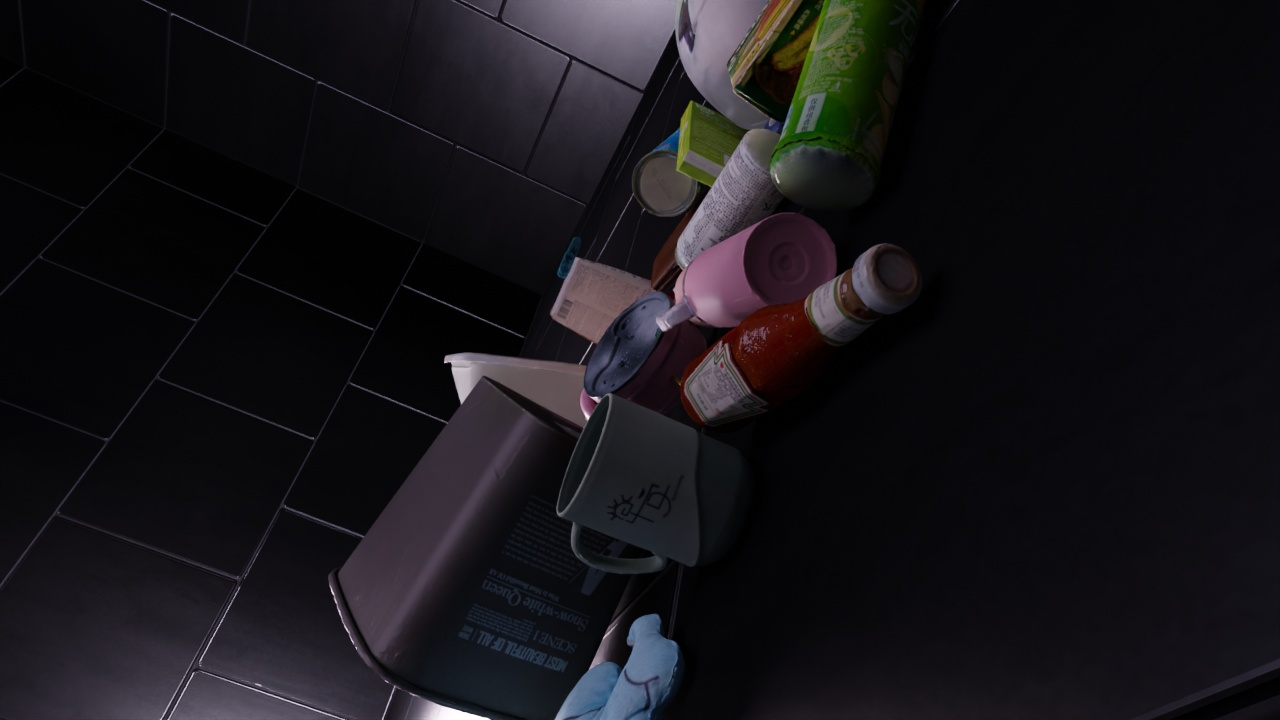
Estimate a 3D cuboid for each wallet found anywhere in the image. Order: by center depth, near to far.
[{"bbox_3d":[0.057,-0.129,0.969,0.125,0.032,0.101,-49,13,22],"label":"wallet"}]

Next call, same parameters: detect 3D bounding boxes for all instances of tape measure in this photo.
[{"bbox_3d":[0.135,-0.221,0.844,0.058,0.025,0.054,-63,12,2],"label":"tape measure"}]

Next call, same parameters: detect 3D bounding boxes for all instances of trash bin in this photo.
[{"bbox_3d":[-0.108,0.152,0.764,0.219,0.199,0.199,-59,32,-1],"label":"trash bin"}]

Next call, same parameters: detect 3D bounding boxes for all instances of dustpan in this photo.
[{"bbox_3d":[-0.123,0.008,1.142,0.257,0.222,0.143,-111,32,-60],"label":"dustpan"}]

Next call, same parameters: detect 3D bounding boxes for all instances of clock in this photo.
[{"bbox_3d":[-0.005,0.005,0.860,0.159,0.060,0.117,-23,38,47],"label":"clock"}]

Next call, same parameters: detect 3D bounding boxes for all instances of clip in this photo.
[{"bbox_3d":[-0.082,-0.115,1.046,0.034,0.013,0.054,-54,13,51],"label":"clip"}]

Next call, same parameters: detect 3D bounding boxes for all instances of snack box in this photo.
[{"bbox_3d":[0.162,-0.315,0.741,0.241,0.063,0.114,-55,14,24],"label":"snack box"},{"bbox_3d":[0.082,-0.213,0.933,0.156,0.085,0.026,-84,20,-56],"label":"snack box"}]

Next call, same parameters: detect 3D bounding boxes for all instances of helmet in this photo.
[{"bbox_3d":[0.121,-0.374,0.914,0.228,0.146,0.259,-80,18,-52],"label":"helmet"}]

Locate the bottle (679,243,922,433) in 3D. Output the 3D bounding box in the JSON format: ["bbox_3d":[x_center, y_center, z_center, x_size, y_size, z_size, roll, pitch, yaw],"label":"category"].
[{"bbox_3d":[0.087,-0.010,0.536,0.207,0.059,0.059,-42,26,61],"label":"bottle"}]

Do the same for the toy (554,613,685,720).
[{"bbox_3d":[-0.028,0.241,0.590,0.157,0.050,0.161,-35,31,62],"label":"toy"}]

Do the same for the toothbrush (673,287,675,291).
[{"bbox_3d":[0.051,-0.122,1.083,0.017,0.016,0.187,-50,17,28],"label":"toothbrush"}]

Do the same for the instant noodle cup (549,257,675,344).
[{"bbox_3d":[-0.033,-0.061,1.069,0.116,0.124,0.116,-65,10,4],"label":"instant noodle cup"}]

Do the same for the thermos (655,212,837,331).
[{"bbox_3d":[0.067,-0.055,0.680,0.087,0.067,0.199,-32,6,-13],"label":"thermos"}]

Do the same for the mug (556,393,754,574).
[{"bbox_3d":[0.005,0.091,0.590,0.112,0.106,0.082,-63,12,15],"label":"mug"}]

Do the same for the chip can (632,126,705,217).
[{"bbox_3d":[0.049,-0.219,1.024,0.071,0.071,0.209,-61,-1,28],"label":"chip can"}]

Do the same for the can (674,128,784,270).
[{"bbox_3d":[0.085,-0.135,0.819,0.147,0.058,0.058,124,165,-47],"label":"can"}]

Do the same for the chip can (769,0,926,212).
[{"bbox_3d":[0.147,-0.204,0.620,0.220,0.072,0.073,-70,11,-21],"label":"chip can"}]

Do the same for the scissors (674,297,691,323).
[{"bbox_3d":[0.036,-0.018,0.928,0.214,0.015,0.197,-60,12,27],"label":"scissors"}]
